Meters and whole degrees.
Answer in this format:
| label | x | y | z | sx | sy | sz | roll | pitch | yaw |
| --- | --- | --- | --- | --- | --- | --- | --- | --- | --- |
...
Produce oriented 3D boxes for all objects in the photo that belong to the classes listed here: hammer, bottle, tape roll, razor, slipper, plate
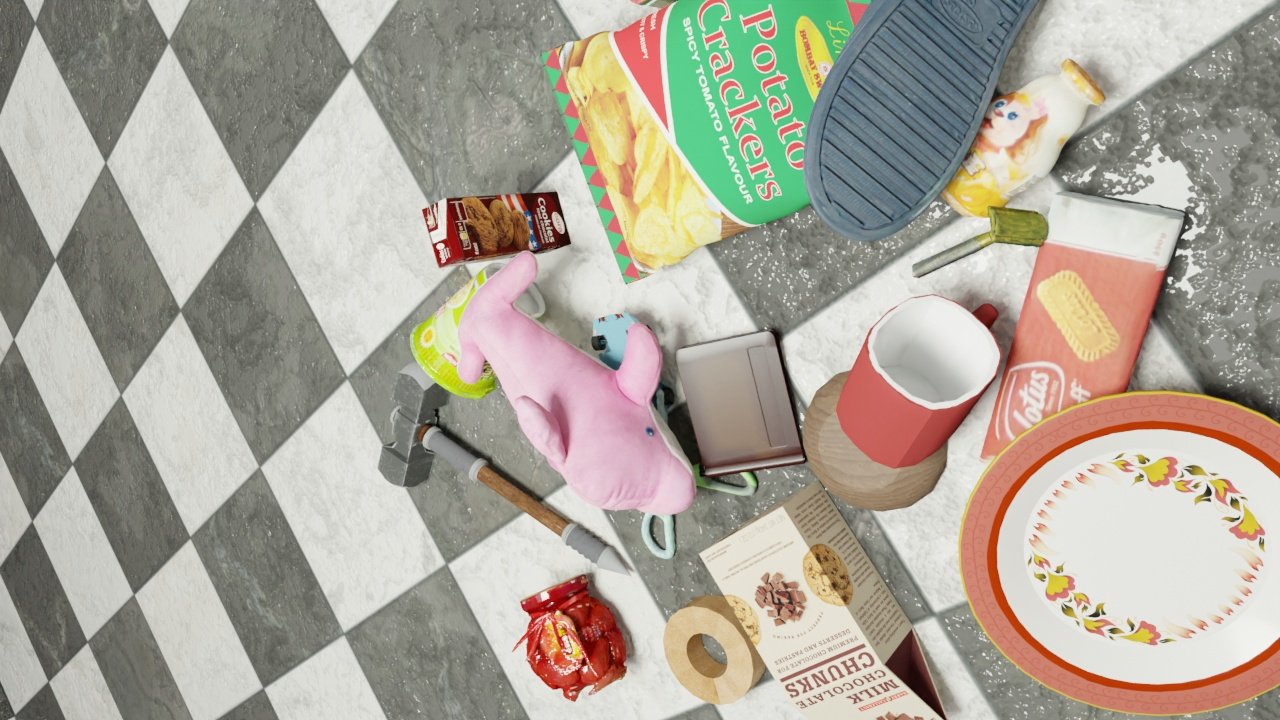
| label | x | y | z | sx | sy | sz | roll | pitch | yaw |
| --- | --- | --- | --- | --- | --- | --- | --- | --- | --- |
| hammer | -0.139 | 0.132 | 0.947 | 0.322 | 0.043 | 0.156 | 30 | 116 | 23 |
| bottle | -0.068 | 0.272 | 0.889 | 0.099 | 0.098 | 0.111 | -32 | 76 | 36 |
| tape roll | 0.067 | 0.263 | 0.836 | 0.094 | 0.027 | 0.094 | 9 | 106 | 33 |
| razor | 0.222 | -0.076 | 0.629 | 0.106 | 0.042 | 0.026 | 151 | 117 | -65 |
| bottle | 0.243 | -0.144 | 0.595 | 0.109 | 0.063 | 0.063 | -43 | 75 | 33 |
| slipper | 0.178 | -0.200 | 0.589 | 0.101 | 0.082 | 0.263 | 31 | 90 | -17 |
| plate | 0.328 | 0.126 | 0.598 | 0.230 | 0.021 | 0.230 | 5 | 108 | 16 |

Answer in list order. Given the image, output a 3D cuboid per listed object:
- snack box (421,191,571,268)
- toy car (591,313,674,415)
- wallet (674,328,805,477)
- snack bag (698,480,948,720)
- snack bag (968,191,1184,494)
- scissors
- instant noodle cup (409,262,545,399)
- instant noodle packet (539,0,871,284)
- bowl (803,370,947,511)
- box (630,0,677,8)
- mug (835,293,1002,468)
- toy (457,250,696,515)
| label | x | y | z | sx | sy | sz | roll | pitch | yaw |
| --- | --- | --- | --- | --- | --- | --- | --- | --- | --- |
| snack box | -0.123 | -0.117 | 0.810 | 0.032 | 0.140 | 0.051 | -14 | 93 | 36 |
| toy car | -0.005 | 0.005 | 0.821 | 0.060 | 0.027 | 0.108 | -9 | 108 | 30 |
| wallet | 0.081 | 0.038 | 0.767 | 0.092 | 0.018 | 0.115 | -11 | 96 | 20 |
| snack bag | 0.151 | 0.215 | 0.740 | 0.095 | 0.069 | 0.206 | -38 | 79 | 35 |
| snack bag | 0.286 | 0.004 | 0.615 | 0.077 | 0.041 | 0.225 | 19 | 110 | 29 |
| scissors | 0.023 | 0.106 | 0.828 | 0.172 | 0.021 | 0.172 | 7 | 117 | 29 |
| instant noodle cup | -0.152 | -0.034 | 0.886 | 0.108 | 0.098 | 0.099 | -45 | 74 | 26 |
| instant noodle packet | 0.061 | -0.185 | 0.689 | 0.253 | 0.090 | 0.195 | -16 | 100 | 28 |
| bowl | 0.175 | 0.065 | 0.712 | 0.118 | 0.030 | 0.118 | 9 | 106 | 33 |
| box | 0.061 | -0.362 | 0.681 | 0.206 | 0.050 | 0.117 | -19 | 89 | 37 |
| mug | 0.201 | 0.008 | 0.638 | 0.080 | 0.116 | 0.097 | 48 | 161 | 22 |
| toy | -0.066 | 0.039 | 0.771 | 0.265 | 0.127 | 0.187 | 44 | 124 | 12 |
